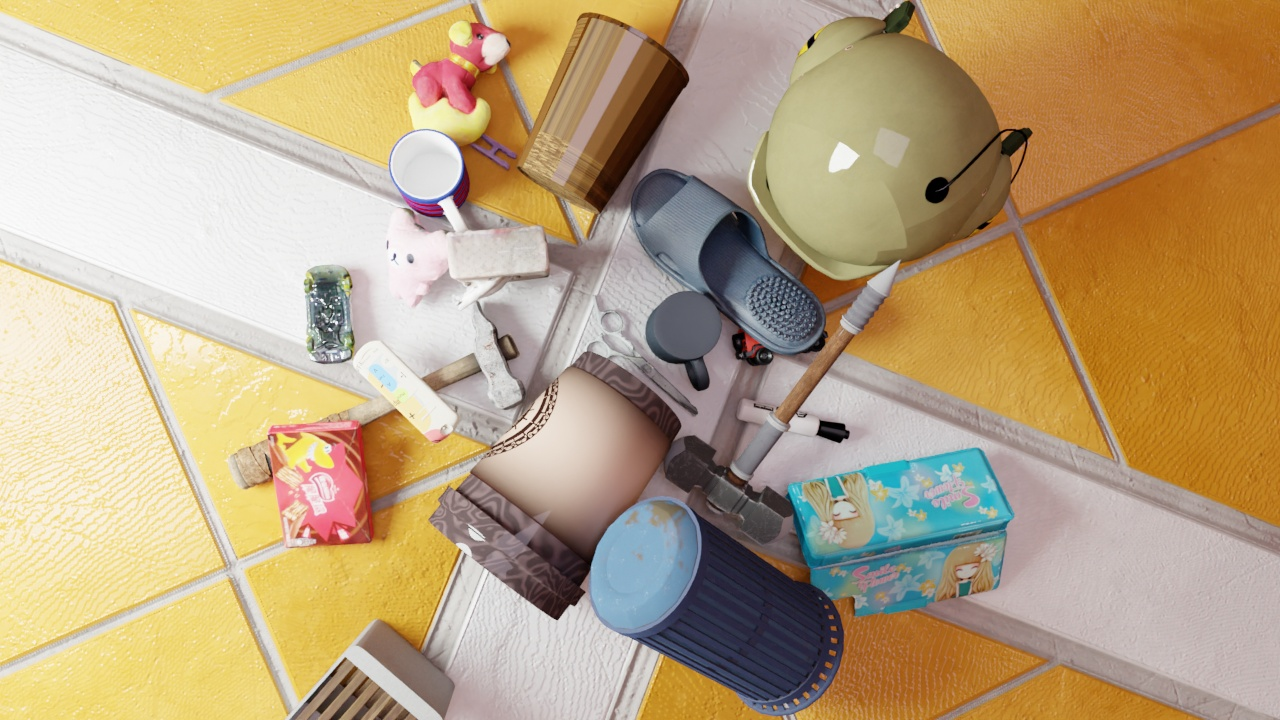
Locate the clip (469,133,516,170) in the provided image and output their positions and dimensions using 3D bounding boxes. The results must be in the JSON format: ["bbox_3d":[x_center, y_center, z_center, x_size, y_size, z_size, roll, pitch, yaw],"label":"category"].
[{"bbox_3d":[-0.159,-0.232,1.003,0.037,0.013,0.053,-43,94,-6],"label":"clip"}]

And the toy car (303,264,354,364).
[{"bbox_3d":[-0.325,-0.047,0.965,0.048,0.033,0.105,-5,83,-4],"label":"toy car"}]

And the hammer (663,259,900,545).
[{"bbox_3d":[0.160,0.033,0.921,0.156,0.043,0.323,35,114,4],"label":"hammer"}]

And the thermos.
[{"bbox_3d":[-0.076,0.117,0.919,0.172,0.173,0.226,38,77,-2],"label":"thermos"}]

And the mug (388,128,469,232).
[{"bbox_3d":[-0.211,-0.179,0.962,0.075,0.076,0.112,-29,90,-7],"label":"mug"}]

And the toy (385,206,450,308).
[{"bbox_3d":[-0.238,-0.104,0.964,0.099,0.052,0.096,31,108,30],"label":"toy"}]

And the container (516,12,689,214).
[{"bbox_3d":[-0.047,-0.252,0.962,0.132,0.132,0.167,28,90,-3],"label":"container"}]

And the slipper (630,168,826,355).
[{"bbox_3d":[0.087,-0.112,0.961,0.101,0.082,0.263,-43,76,-7],"label":"slipper"}]

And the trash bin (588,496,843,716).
[{"bbox_3d":[0.071,0.234,0.877,0.249,0.139,0.139,39,82,-37],"label":"trash bin"}]

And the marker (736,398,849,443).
[{"bbox_3d":[0.169,0.068,1.011,0.126,0.025,0.025,14,85,-5],"label":"marker"}]

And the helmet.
[{"bbox_3d":[0.226,-0.198,0.906,0.232,0.256,0.250,-44,91,-8],"label":"helmet"}]

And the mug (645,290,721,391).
[{"bbox_3d":[0.050,-0.018,0.977,0.071,0.077,0.105,-19,89,-7],"label":"mug"}]

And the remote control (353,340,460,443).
[{"bbox_3d":[-0.238,0.031,0.934,0.125,0.018,0.038,44,85,3],"label":"remote control"}]

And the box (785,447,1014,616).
[{"bbox_3d":[0.284,0.193,0.992,0.227,0.083,0.172,-10,87,-6],"label":"box"}]

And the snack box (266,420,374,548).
[{"bbox_3d":[-0.325,0.127,0.936,0.089,0.021,0.133,-3,110,-6],"label":"snack box"}]

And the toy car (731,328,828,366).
[{"bbox_3d":[0.151,-0.024,1.001,0.100,0.051,0.049,-14,90,-6],"label":"toy car"}]

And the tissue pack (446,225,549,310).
[{"bbox_3d":[-0.141,-0.092,0.912,0.104,0.181,0.071,-8,96,-6],"label":"tissue pack"}]

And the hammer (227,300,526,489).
[{"bbox_3d":[-0.277,0.049,0.961,0.318,0.049,0.121,-25,87,-5],"label":"hammer"}]

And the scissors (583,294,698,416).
[{"bbox_3d":[0.004,-0.005,1.004,0.171,0.014,0.090,21,86,-1],"label":"scissors"}]

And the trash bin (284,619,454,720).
[{"bbox_3d":[-0.304,0.388,0.901,0.114,0.114,0.228,42,84,-2],"label":"trash bin"}]

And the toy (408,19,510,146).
[{"bbox_3d":[-0.200,-0.297,0.982,0.105,0.067,0.137,26,94,3],"label":"toy"}]
